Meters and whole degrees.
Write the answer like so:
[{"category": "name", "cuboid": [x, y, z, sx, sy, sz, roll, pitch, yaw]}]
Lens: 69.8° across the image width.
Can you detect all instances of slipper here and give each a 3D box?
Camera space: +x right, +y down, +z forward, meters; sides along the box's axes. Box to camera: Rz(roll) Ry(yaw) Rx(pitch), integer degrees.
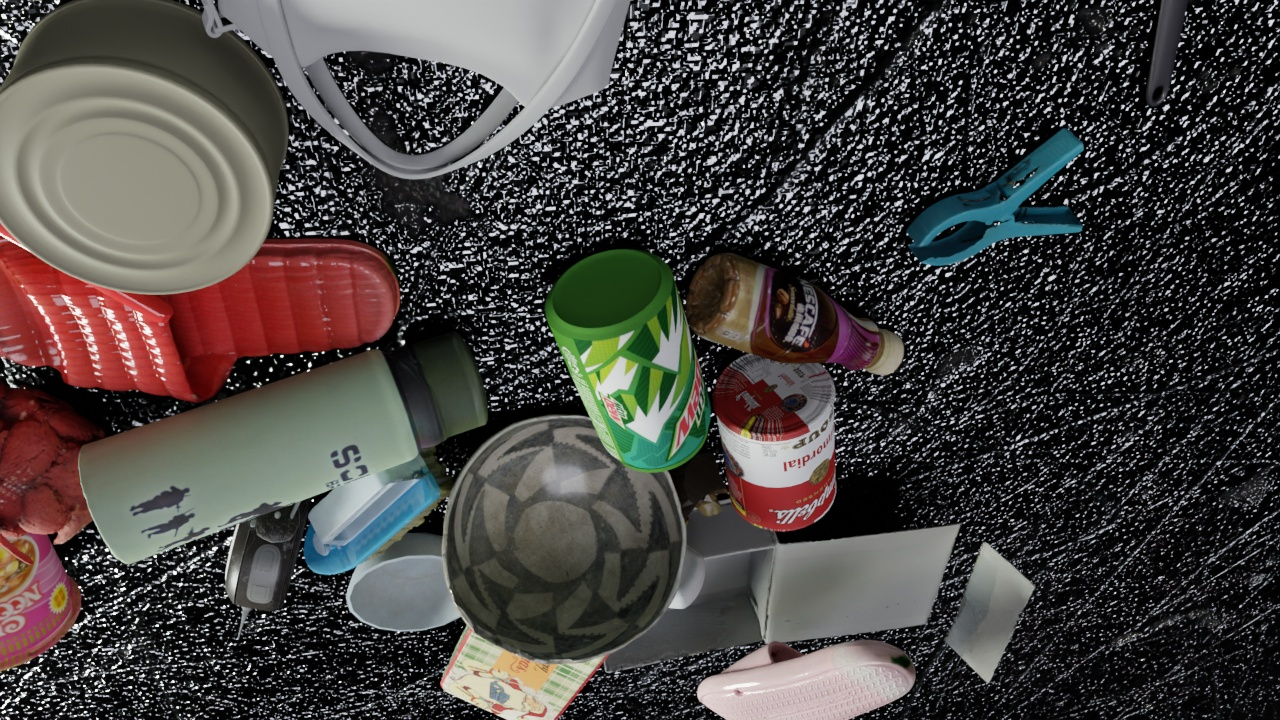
[{"category": "slipper", "cuboid": [-0.267, -0.022, 0.533, 0.248, 0.059, 0.104, -2, 132, -16]}, {"category": "slipper", "cuboid": [0.136, 0.277, 0.792, 0.106, 0.055, 0.222, 32, 136, -23]}]

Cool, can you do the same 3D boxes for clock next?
[{"category": "clock", "cuboid": [-0.264, 0.125, 0.651, 0.043, 0.091, 0.123, 14, 111, -16]}]

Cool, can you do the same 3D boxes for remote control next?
[{"category": "remote control", "cuboid": [-0.004, 0.161, 0.741, 0.114, 0.060, 0.028, 16, 145, 19]}]

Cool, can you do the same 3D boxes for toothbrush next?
[{"category": "toothbrush", "cuboid": [-0.337, -0.075, 0.456, 0.212, 0.012, 0.018, 33, 118, -18]}]

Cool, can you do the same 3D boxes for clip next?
[{"category": "clip", "cuboid": [0.238, -0.106, 0.617, 0.119, 0.027, 0.102, -24, 131, 7]}]

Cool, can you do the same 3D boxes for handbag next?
[{"category": "handbag", "cuboid": [-0.112, -0.178, 0.436, 0.215, 0.095, 0.223, 5, 143, -19]}]

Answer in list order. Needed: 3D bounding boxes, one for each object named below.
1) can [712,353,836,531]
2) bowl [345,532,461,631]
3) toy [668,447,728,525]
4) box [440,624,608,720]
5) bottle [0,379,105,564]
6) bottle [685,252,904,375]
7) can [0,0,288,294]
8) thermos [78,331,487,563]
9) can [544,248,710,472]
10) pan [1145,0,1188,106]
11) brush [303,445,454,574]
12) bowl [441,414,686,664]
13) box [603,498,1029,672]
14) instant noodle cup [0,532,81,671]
[{"category": "can", "cuboid": [0.103, 0.061, 0.693, 0.086, 0.086, 0.116, -15, 135, -1]}, {"category": "bowl", "cuboid": [-0.186, 0.177, 0.755, 0.106, 0.039, 0.106, -8, 134, -8]}, {"category": "toy", "cuboid": [0.033, 0.110, 0.742, 0.062, 0.076, 0.100, 30, 148, -5]}, {"category": "box", "cuboid": [-0.100, 0.253, 0.802, 0.117, 0.050, 0.206, 24, 134, -8]}, {"category": "bottle", "cuboid": [-0.386, 0.065, 0.556, 0.099, 0.098, 0.111, -27, 129, 10]}, {"category": "bottle", "cuboid": [0.113, -0.024, 0.635, 0.166, 0.059, 0.060, 16, 126, -28]}, {"category": "can", "cuboid": [-0.244, -0.103, 0.451, 0.127, 0.073, 0.128, -8, 134, -8]}, {"category": "thermos", "cuboid": [-0.212, 0.045, 0.574, 0.231, 0.082, 0.082, -21, 136, -17]}, {"category": "can", "cuboid": [-0.004, 0.004, 0.612, 0.083, 0.083, 0.144, -18, 135, 2]}, {"category": "pan", "cuboid": [0.295, -0.283, 0.469, 0.199, 0.021, 0.357, -18, 135, 1]}, {"category": "brush", "cuboid": [-0.204, 0.111, 0.662, 0.136, 0.055, 0.075, -41, 163, 22]}, {"category": "bowl", "cuboid": [-0.060, 0.132, 0.687, 0.178, 0.178, 0.081, 0, 169, -15]}, {"category": "box", "cuboid": [0.135, 0.204, 0.830, 0.368, 0.098, 0.166, -5, 134, -2]}, {"category": "instant noodle cup", "cuboid": [-0.441, 0.137, 0.616, 0.097, 0.097, 0.109, 0, 125, -16]}]
